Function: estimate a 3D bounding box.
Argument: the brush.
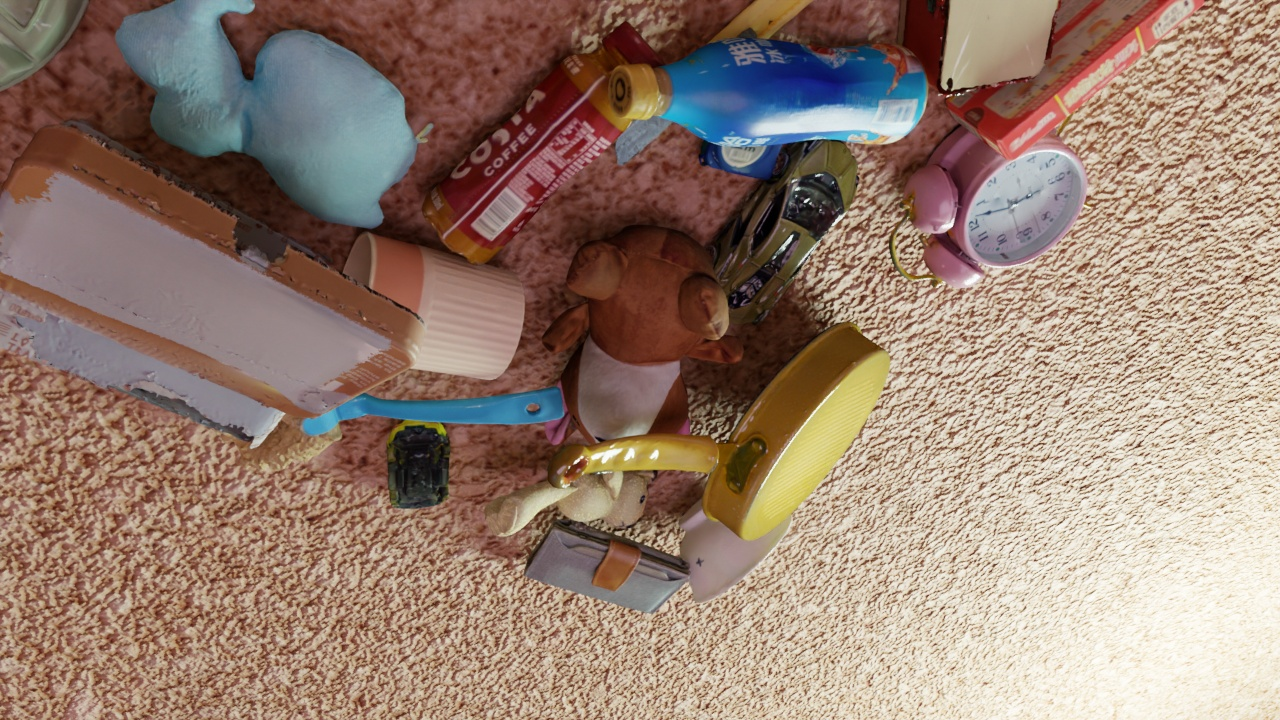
[{"bbox_3d":[-0.181,0.038,0.648,0.255,0.045,0.083,-3,122,6],"label":"brush"}]

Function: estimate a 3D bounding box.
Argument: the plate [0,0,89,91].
[{"bbox_3d":[-0.383,-0.224,0.424,0.230,0.027,0.231,-9,128,-12],"label":"plate"}]

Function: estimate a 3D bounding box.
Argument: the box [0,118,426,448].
[{"bbox_3d":[-0.245,-0.035,0.486,0.179,0.271,0.134,32,81,-34],"label":"box"}]

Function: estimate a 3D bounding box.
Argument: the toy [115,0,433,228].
[{"bbox_3d":[-0.202,-0.143,0.532,0.156,0.049,0.162,-7,130,-5],"label":"toy"}]

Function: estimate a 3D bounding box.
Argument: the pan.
[{"bbox_3d":[0.070,0.061,0.686,0.356,0.078,0.198,-14,135,-54],"label":"pan"}]

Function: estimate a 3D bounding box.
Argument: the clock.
[{"bbox_3d":[0.261,-0.118,0.701,0.158,0.059,0.117,-29,129,7],"label":"clock"}]

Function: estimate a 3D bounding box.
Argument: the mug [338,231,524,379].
[{"bbox_3d":[-0.150,-0.027,0.627,0.105,0.081,0.115,12,150,-30],"label":"mug"}]

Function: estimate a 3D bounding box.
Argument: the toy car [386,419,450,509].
[{"bbox_3d":[-0.177,0.082,0.729,0.048,0.032,0.105,-4,139,-16],"label":"toy car"}]

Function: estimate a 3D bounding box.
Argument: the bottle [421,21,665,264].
[{"bbox_3d":[-0.060,-0.137,0.580,0.175,0.057,0.057,-40,128,14],"label":"bottle"}]

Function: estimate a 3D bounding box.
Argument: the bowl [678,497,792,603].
[{"bbox_3d":[0.074,0.157,0.841,0.118,0.118,0.065,-42,89,15],"label":"bowl"}]

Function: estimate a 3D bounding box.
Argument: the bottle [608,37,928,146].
[{"bbox_3d":[0.081,-0.166,0.571,0.218,0.065,0.065,-9,130,-29],"label":"bottle"}]

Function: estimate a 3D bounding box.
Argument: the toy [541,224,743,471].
[{"bbox_3d":[-0.004,0.004,0.672,0.140,0.130,0.200,20,133,2],"label":"toy"}]

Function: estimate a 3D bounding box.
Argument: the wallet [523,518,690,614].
[{"bbox_3d":[-0.031,0.188,0.819,0.129,0.036,0.107,20,143,-10],"label":"wallet"}]

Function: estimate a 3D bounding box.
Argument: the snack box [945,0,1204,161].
[{"bbox_3d":[0.293,-0.210,0.630,0.153,0.075,0.025,-41,128,14],"label":"snack box"}]

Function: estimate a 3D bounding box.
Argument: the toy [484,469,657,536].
[{"bbox_3d":[-0.056,0.115,0.756,0.157,0.066,0.105,-4,159,-42],"label":"toy"}]

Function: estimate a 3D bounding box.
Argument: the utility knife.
[{"bbox_3d":[0.058,-0.202,0.601,0.205,0.021,0.031,-37,123,17],"label":"utility knife"}]

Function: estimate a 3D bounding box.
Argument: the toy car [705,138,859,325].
[{"bbox_3d":[0.102,-0.095,0.680,0.070,0.042,0.158,20,115,-31],"label":"toy car"}]

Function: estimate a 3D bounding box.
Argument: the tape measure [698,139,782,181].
[{"bbox_3d":[0.072,-0.154,0.632,0.058,0.025,0.055,5,123,-27],"label":"tape measure"}]

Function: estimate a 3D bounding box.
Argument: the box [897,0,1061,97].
[{"bbox_3d":[0.222,-0.255,0.570,0.091,0.076,0.169,-13,130,-8],"label":"box"}]
